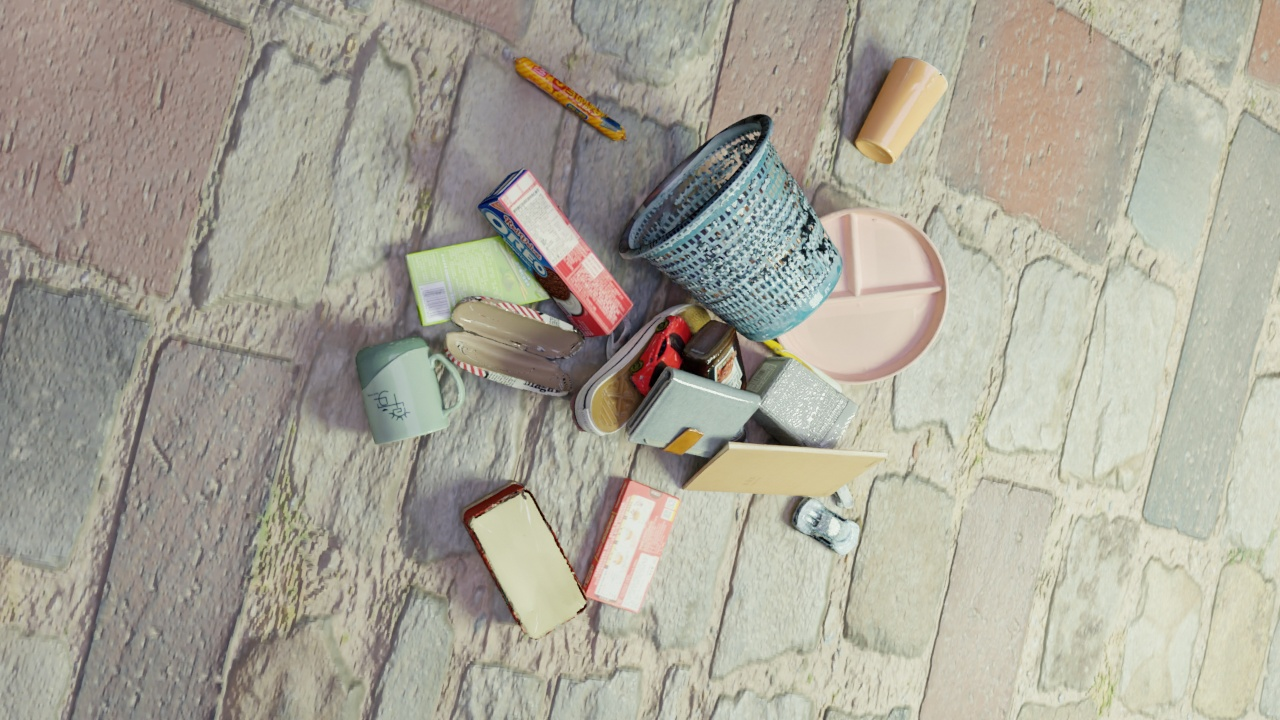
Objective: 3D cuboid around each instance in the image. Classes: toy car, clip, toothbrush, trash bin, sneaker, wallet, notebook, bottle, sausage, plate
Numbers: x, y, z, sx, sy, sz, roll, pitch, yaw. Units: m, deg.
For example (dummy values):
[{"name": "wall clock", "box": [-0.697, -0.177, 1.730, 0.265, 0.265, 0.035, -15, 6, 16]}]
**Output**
[{"name": "toy car", "box": [0.028, -0.004, 1.053, 0.049, 0.031, 0.106, 49, 59, -33]}, {"name": "clip", "box": [0.268, 0.173, 1.234, 0.025, 0.036, 0.058, -28, 96, -17]}, {"name": "toy car", "box": [0.250, 0.222, 1.222, 0.105, 0.031, 0.049, 31, 85, -18]}, {"name": "toothbrush", "box": [0.181, -0.011, 1.179, 0.191, 0.018, 0.016, 34, 105, -5]}, {"name": "trash bin", "box": [0.120, -0.136, 1.070, 0.195, 0.227, 0.226, 45, 79, -20]}, {"name": "sneaker", "box": [-0.007, 0.006, 1.102, 0.240, 0.088, 0.118, -40, 117, -35]}, {"name": "wallet", "box": [0.060, 0.067, 1.045, 0.129, 0.037, 0.107, 17, 120, -33]}, {"name": "notebook", "box": [0.176, 0.138, 1.141, 0.211, 0.150, 0.012, 5, 61, -18]}, {"name": "bottle", "box": [0.099, 0.043, 1.111, 0.079, 0.044, 0.195, -48, 140, -29]}, {"name": "sausage", "box": [-0.082, -0.311, 1.096, 0.165, 0.021, 0.021, 32, 82, -17]}, {"name": "plate", "box": [0.278, -0.082, 1.183, 0.229, 0.028, 0.229, 0, 102, 2]}]

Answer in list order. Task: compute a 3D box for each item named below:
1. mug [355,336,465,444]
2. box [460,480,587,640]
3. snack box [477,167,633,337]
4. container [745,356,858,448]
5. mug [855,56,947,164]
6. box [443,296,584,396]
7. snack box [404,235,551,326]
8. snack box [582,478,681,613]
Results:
[{"name": "mug", "box": [-0.252, 0.029, 1.015, 0.112, 0.082, 0.106, -12, 92, 8]}, {"name": "box", "box": [-0.136, 0.235, 1.071, 0.091, 0.078, 0.168, -29, 100, -16]}, {"name": "snack box", "box": [-0.096, -0.121, 1.055, 0.058, 0.057, 0.207, -50, 116, -26]}, {"name": "container", "box": [0.196, 0.057, 1.168, 0.114, 0.090, 0.090, 38, 80, -13]}, {"name": "mug", "box": [0.338, -0.325, 1.209, 0.078, 0.078, 0.122, 32, 88, -17]}, {"name": "box", "box": [-0.142, -0.011, 1.051, 0.162, 0.076, 0.086, 18, 55, -33]}, {"name": "snack box", "box": [-0.187, -0.097, 1.068, 0.156, 0.026, 0.086, -15, 97, -17]}, {"name": "snack box", "box": [-0.011, 0.230, 1.139, 0.075, 0.025, 0.153, 23, 85, -17]}]
